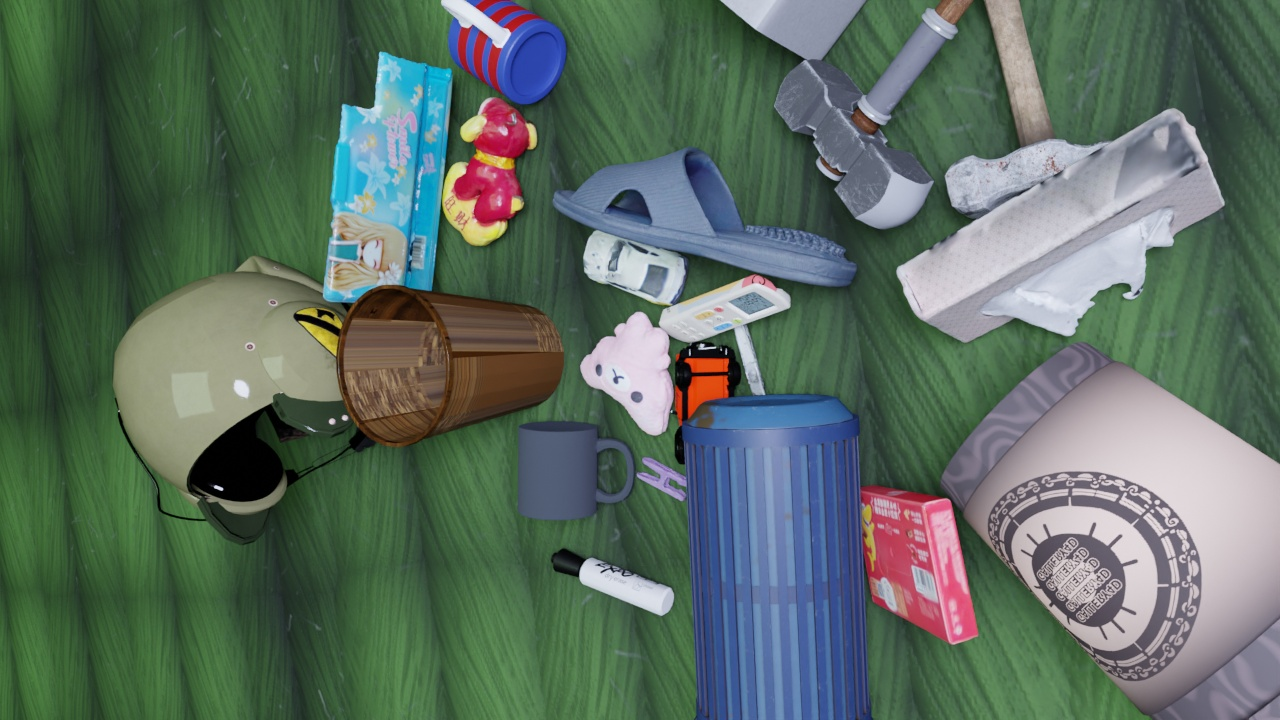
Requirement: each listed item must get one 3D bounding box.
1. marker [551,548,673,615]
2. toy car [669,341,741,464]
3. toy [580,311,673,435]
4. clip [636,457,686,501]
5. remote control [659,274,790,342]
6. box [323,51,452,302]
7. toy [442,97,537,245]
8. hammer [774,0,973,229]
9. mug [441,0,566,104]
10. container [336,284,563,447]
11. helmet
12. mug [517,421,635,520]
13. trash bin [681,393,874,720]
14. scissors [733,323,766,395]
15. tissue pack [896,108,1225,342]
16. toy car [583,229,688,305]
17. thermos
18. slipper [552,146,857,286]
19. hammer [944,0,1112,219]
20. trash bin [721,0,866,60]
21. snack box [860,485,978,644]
[{"bbox_3d":[-0.029,0.197,0.828,0.126,0.025,0.025,13,100,32],"label":"marker"},{"bbox_3d":[0.052,0.036,0.748,0.049,0.051,0.100,-160,70,-75],"label":"toy car"},{"bbox_3d":[-0.005,0.005,0.779,0.099,0.052,0.096,40,131,23],"label":"toy"},{"bbox_3d":[0.022,0.100,0.797,0.053,0.013,0.037,42,114,21],"label":"clip"},{"bbox_3d":[0.064,-0.039,0.725,0.126,0.038,0.018,-20,49,50],"label":"remote control"},{"bbox_3d":[-0.226,-0.166,0.867,0.083,0.172,0.227,8,98,2],"label":"box"},{"bbox_3d":[-0.141,-0.171,0.857,0.105,0.067,0.138,39,119,29],"label":"toy"},{"bbox_3d":[0.212,-0.243,0.571,0.323,0.043,0.156,-54,48,38],"label":"hammer"},{"bbox_3d":[-0.127,-0.284,0.809,0.076,0.112,0.075,37,96,25],"label":"mug"},{"bbox_3d":[-0.158,0.001,0.814,0.132,0.167,0.132,2,94,33],"label":"container"},{"bbox_3d":[-0.356,0.022,0.879,0.251,0.255,0.233,-45,73,27],"label":"helmet"},{"bbox_3d":[-0.057,0.098,0.821,0.105,0.071,0.077,1,94,6],"label":"mug"},{"bbox_3d":[0.099,0.153,0.671,0.139,0.139,0.249,-1,93,33],"label":"trash bin"},{"bbox_3d":[0.088,0.026,0.747,0.090,0.014,0.171,-42,74,26],"label":"scissors"},{"bbox_3d":[0.268,-0.068,0.579,0.182,0.103,0.071,-34,59,27],"label":"tissue pack"},{"bbox_3d":[-0.008,-0.081,0.793,0.105,0.033,0.048,23,107,31],"label":"toy car"},{"bbox_3d":[0.304,0.109,0.530,0.226,0.172,0.173,47,116,28],"label":"thermos"},{"bbox_3d":[0.046,-0.123,0.716,0.264,0.101,0.082,19,104,27],"label":"slipper"},{"bbox_3d":[0.241,-0.254,0.616,0.122,0.048,0.318,-15,83,30],"label":"hammer"},{"bbox_3d":[0.069,-0.343,0.676,0.229,0.114,0.115,48,116,21],"label":"trash bin"},{"bbox_3d":[0.184,0.135,0.632,0.021,0.133,0.089,-10,87,-6],"label":"snack box"}]
